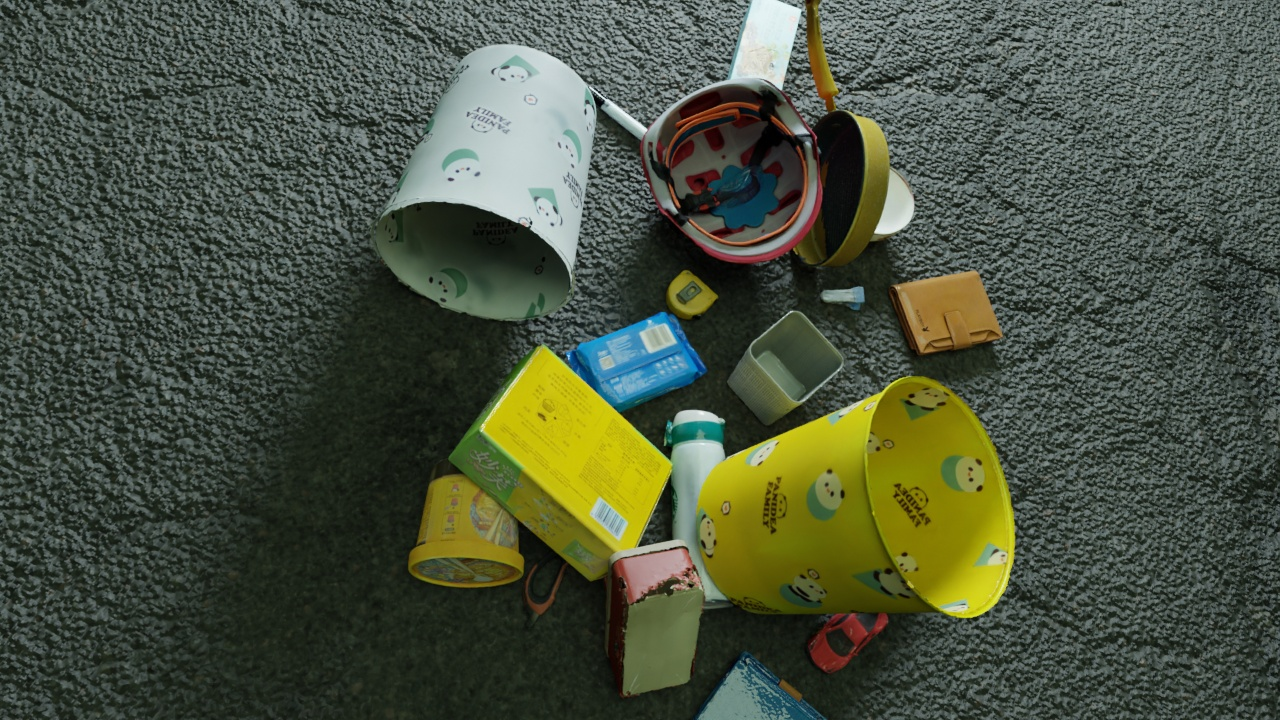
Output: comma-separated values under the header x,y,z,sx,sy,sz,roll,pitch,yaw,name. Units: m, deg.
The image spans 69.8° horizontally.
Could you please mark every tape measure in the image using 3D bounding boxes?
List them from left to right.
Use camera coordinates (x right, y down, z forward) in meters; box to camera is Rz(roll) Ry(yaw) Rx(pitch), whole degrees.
x,y,z,sx,sy,sz,roll,pitch,yaw,name
0.062,-0.082,1.168,0.060,0.029,0.057,43,68,6,tape measure

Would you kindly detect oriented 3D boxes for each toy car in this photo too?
x,y,z,sx,sy,sz,roll,pitch,yaw,name
0.238,0.314,1.054,0.106,0.031,0.049,-35,79,-19,toy car

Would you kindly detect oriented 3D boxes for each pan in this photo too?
x,y,z,sx,sy,sz,roll,pitch,yaw,name
0.237,-0.296,1.167,0.078,0.198,0.357,6,87,-18,pan

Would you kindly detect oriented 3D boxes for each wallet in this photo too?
x,y,z,sx,sy,sz,roll,pitch,yaw,name
0.133,0.397,0.995,0.133,0.040,0.106,39,75,4,wallet
0.411,-0.063,1.234,0.131,0.031,0.107,-10,70,-14,wallet

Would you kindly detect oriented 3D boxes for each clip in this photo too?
x,y,z,sx,sy,sz,roll,pitch,yaw,name
0.267,-0.084,1.217,0.058,0.045,0.027,4,71,0,clip

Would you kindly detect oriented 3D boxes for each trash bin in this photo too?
x,y,z,sx,sy,sz,roll,pitch,yaw,name
-0.164,-0.212,1.072,0.229,0.230,0.251,15,62,-6,trash bin
0.209,0.160,0.953,0.229,0.256,0.229,17,63,-36,trash bin

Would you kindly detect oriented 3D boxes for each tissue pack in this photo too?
x,y,z,sx,sy,sz,roll,pitch,yaw,name
-0.007,0.006,1.107,0.157,0.052,0.095,-22,73,-19,tissue pack

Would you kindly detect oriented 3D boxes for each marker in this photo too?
x,y,z,sx,sy,sz,roll,pitch,yaw,name
-0.022,-0.331,1.251,0.131,0.018,0.022,39,57,5,marker

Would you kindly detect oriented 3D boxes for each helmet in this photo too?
x,y,z,sx,sy,sz,roll,pitch,yaw,name
0.126,-0.224,1.168,0.207,0.144,0.240,-28,80,8,helmet

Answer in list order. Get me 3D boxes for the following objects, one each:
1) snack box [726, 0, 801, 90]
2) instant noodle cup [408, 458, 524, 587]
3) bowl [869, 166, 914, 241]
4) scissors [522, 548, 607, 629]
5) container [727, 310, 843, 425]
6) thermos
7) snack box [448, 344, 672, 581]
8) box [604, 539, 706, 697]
x,y,z,sx,sy,sz,roll,pitch,yaw,name
0.174,-0.437,1.314,0.074,0.052,0.174,17,67,-4,snack box
-0.182,0.172,0.977,0.118,0.119,0.114,5,61,-10,instant noodle cup
0.308,-0.209,1.250,0.113,0.062,0.113,3,70,-9,bowl
-0.066,0.209,1.037,0.189,0.015,0.226,34,67,2,scissors
0.169,0.015,1.106,0.090,0.114,0.090,-38,81,-22,container
0.065,0.168,1.054,0.073,0.073,0.224,3,68,-11,thermos
-0.079,0.108,0.985,0.210,0.070,0.157,43,40,-11,snack box
0.016,0.273,0.938,0.091,0.169,0.080,-8,39,-15,box
